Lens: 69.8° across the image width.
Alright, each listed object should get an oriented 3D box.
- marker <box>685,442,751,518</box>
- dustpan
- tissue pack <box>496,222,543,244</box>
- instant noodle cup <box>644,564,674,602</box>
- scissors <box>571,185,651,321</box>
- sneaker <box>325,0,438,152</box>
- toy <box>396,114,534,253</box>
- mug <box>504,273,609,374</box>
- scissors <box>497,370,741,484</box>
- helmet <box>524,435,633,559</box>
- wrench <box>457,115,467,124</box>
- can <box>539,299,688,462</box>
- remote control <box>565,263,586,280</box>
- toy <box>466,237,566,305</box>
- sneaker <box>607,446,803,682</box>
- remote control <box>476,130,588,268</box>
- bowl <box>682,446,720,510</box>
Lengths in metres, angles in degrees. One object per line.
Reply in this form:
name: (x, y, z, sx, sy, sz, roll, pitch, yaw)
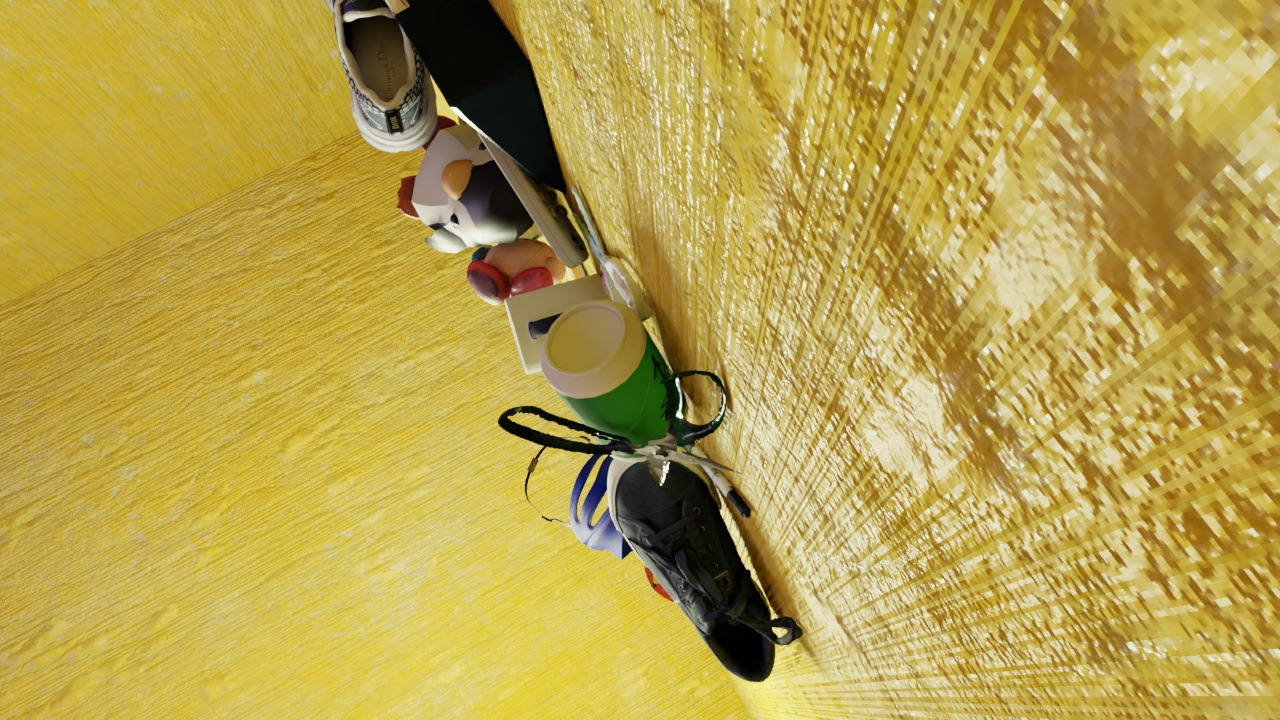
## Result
marker: (0.067, 0.102, 0.843, 0.011, 0.011, 0.152, 65, 172, -29)
dustpan: (-0.170, -0.280, 0.760, 0.236, 0.080, 0.273, 58, 172, 24)
tissue pack: (-0.181, -0.205, 1.182, 0.181, 0.071, 0.104, 44, 160, 57)
instant noodle cup: (0.056, 0.251, 1.181, 0.100, 0.100, 0.112, 61, -179, 3)
scissors: (-0.023, -0.074, 0.802, 0.177, 0.013, 0.171, 55, 167, 54)
sneaker: (-0.255, -0.340, 0.876, 0.132, 0.103, 0.269, -144, 44, -77)
toy: (-0.157, -0.176, 0.968, 0.140, 0.159, 0.184, 20, -174, -32)
mug: (-0.076, -0.037, 0.900, 0.112, 0.097, 0.078, 176, 78, -81)
scissors: (-0.015, 0.050, 0.705, 0.202, 0.205, 0.015, 94, -174, -59)
helmet: (-0.063, 0.176, 1.253, 0.228, 0.147, 0.242, 22, 166, 13)
wrench: (-0.243, -0.267, 1.239, 0.272, 0.010, 0.070, -96, -12, -58)
can: (-0.019, 0.019, 0.757, 0.087, 0.088, 0.140, 55, 179, 39)
remote control: (-0.064, -0.081, 1.026, 0.038, 0.018, 0.126, 49, 164, 58)
toy: (-0.133, -0.095, 1.023, 0.131, 0.124, 0.097, -64, -30, -58)
sneaker: (0.064, 0.207, 0.891, 0.295, 0.121, 0.127, 61, -174, -25)
remote control: (-0.095, -0.154, 0.846, 0.151, 0.019, 0.074, 57, -169, -7)
bowl: (0.026, 0.114, 0.978, 0.137, 0.057, 0.137, 60, 173, 12)
